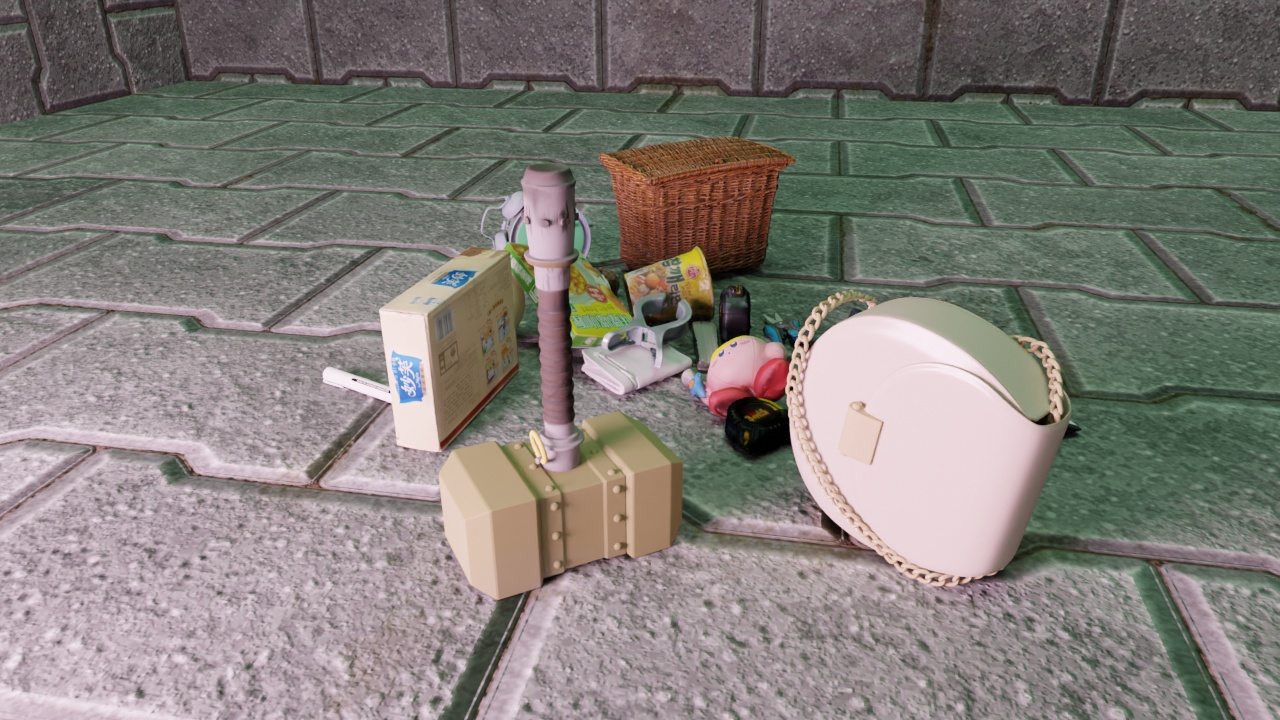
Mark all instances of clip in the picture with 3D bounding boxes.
[{"bbox_3d":[0.031,-0.036,1.106,0.108,0.028,0.162,19,31,16],"label":"clip"}]

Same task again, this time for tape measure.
[{"bbox_3d":[0.118,0.068,0.941,0.067,0.038,0.062,-20,40,-30],"label":"tape measure"},{"bbox_3d":[0.121,-0.060,1.171,0.042,0.072,0.071,2,-3,-1],"label":"tape measure"}]

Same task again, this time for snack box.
[{"bbox_3d":[-0.083,-0.080,1.140,0.131,0.027,0.168,1,44,-50],"label":"snack box"},{"bbox_3d":[-0.198,-0.019,0.987,0.055,0.153,0.206,6,26,15],"label":"snack box"}]

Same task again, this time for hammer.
[{"bbox_3d":[-0.065,0.009,0.726,0.190,0.325,0.101,-12,28,-24],"label":"hammer"}]

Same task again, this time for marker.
[{"bbox_3d":[-0.311,0.032,1.043,0.134,0.017,0.020,15,66,29],"label":"marker"}]

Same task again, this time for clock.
[{"bbox_3d":[-0.157,-0.190,1.374,0.161,0.122,0.075,12,20,-21],"label":"clock"}]

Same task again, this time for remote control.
[{"bbox_3d":[0.084,-0.020,1.153,0.033,0.013,0.136,1,24,-1],"label":"remote control"}]

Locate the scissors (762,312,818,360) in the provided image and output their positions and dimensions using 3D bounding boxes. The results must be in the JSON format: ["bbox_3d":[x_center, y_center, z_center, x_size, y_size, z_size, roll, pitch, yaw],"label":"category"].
[{"bbox_3d":[0.190,-0.030,1.167,0.149,0.019,0.122,15,33,41],"label":"scissors"}]

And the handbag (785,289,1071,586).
[{"bbox_3d":[0.229,0.058,0.755,0.103,0.211,0.209,-23,41,-40],"label":"handbag"}]

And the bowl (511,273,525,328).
[{"bbox_3d":[-0.192,-0.057,1.150,0.117,0.118,0.074,-16,72,-30],"label":"bowl"}]

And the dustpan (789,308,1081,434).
[{"bbox_3d":[0.297,0.027,1.024,0.273,0.080,0.236,14,21,-19],"label":"dustpan"}]

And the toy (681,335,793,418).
[{"bbox_3d":[0.112,0.018,1.027,0.124,0.097,0.131,-37,31,14],"label":"toy"}]

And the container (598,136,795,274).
[{"bbox_3d":[0.083,-0.225,1.387,0.249,0.183,0.162,-14,29,-25],"label":"container"}]

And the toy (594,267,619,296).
[{"bbox_3d":[-0.073,-0.115,1.327,0.102,0.042,0.054,27,58,30],"label":"toy"}]

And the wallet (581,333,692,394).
[{"bbox_3d":[-0.006,0.006,1.082,0.116,0.032,0.086,-15,37,-37],"label":"wallet"}]

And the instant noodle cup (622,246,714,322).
[{"bbox_3d":[0.036,-0.094,1.226,0.108,0.102,0.102,-12,27,-5],"label":"instant noodle cup"}]
